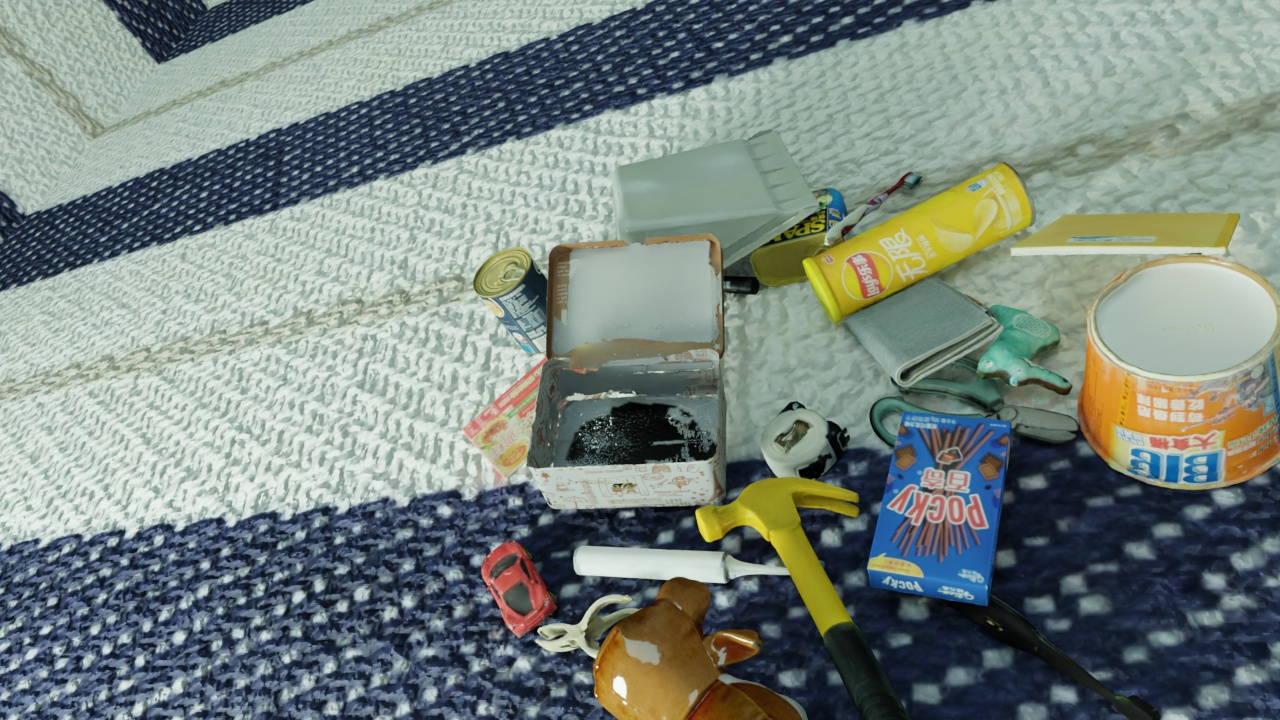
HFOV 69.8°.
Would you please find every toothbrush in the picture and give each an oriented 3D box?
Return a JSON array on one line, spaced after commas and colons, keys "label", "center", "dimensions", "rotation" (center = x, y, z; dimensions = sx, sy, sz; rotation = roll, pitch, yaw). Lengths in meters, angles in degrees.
[{"label": "toothbrush", "center": [0.261, 0.187, 0.650], "dimensions": [0.027, 0.026, 0.213], "rotation": [-6, 26, -39]}, {"label": "toothbrush", "center": [0.047, 0.176, 0.786], "dimensions": [0.221, 0.027, 0.026], "rotation": [-2, 57, 22]}, {"label": "toothbrush", "center": [0.244, -0.159, 0.954], "dimensions": [0.017, 0.016, 0.187], "rotation": [25, 45, 32]}]

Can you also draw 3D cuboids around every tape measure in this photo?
[{"label": "tape measure", "center": [0.143, 0.076, 0.822], "dimensions": [0.066, 0.033, 0.066], "rotation": [-45, 41, -15]}]

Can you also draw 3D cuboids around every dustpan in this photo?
[{"label": "dustpan", "center": [0.054, -0.143, 1.058], "dimensions": [0.258, 0.143, 0.222], "rotation": [-8, 35, 0]}]

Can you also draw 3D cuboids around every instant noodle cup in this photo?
[{"label": "instant noodle cup", "center": [0.400, 0.003, 0.675], "dimensions": [0.151, 0.111, 0.151], "rotation": [-17, 43, 17]}]

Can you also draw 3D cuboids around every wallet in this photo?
[{"label": "wallet", "center": [0.258, -0.028, 0.835], "dimensions": [0.106, 0.037, 0.129], "rotation": [-27, 22, 4]}]

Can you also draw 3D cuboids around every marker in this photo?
[{"label": "marker", "center": [0.073, -0.087, 1.031], "dimensions": [0.132, 0.020, 0.022], "rotation": [7, 32, 37]}]

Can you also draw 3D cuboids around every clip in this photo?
[{"label": "clip", "center": [-0.037, 0.227, 0.789], "dimensions": [0.101, 0.035, 0.096], "rotation": [11, 61, 47]}]

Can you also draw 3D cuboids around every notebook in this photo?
[{"label": "notebook", "center": [0.407, -0.107, 0.762], "dimensions": [0.146, 0.010, 0.205], "rotation": [5, 17, 34]}]

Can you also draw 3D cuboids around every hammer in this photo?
[{"label": "hammer", "center": [0.150, 0.203, 0.682], "dimensions": [0.128, 0.033, 0.300], "rotation": [-19, 45, -6]}]

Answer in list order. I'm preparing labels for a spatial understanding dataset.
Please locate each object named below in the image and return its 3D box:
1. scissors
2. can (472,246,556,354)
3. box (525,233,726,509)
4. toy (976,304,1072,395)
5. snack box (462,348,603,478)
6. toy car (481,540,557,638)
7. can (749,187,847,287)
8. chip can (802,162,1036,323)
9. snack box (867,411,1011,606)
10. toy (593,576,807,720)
[{"label": "scissors", "center": [0.270, 0.057, 0.773], "dimensions": [0.129, 0.019, 0.185], "rotation": [-42, 41, -10]}, {"label": "can", "center": [-0.134, -0.067, 1.071], "dimensions": [0.075, 0.111, 0.075], "rotation": [-17, 46, 18]}, {"label": "box", "center": [-0.006, 0.004, 0.887], "dimensions": [0.179, 0.103, 0.260], "rotation": [-3, 54, 9]}, {"label": "toy", "center": [0.327, -0.006, 0.783], "dimensions": [0.096, 0.030, 0.091], "rotation": [28, 55, 31]}, {"label": "snack box", "center": [-0.107, 0.049, 0.969], "dimensions": [0.152, 0.075, 0.025], "rotation": [-41, 43, -10]}, {"label": "toy car", "center": [-0.118, 0.209, 0.858], "dimensions": [0.049, 0.031, 0.106], "rotation": [-36, 40, -6]}, {"label": "can", "center": [0.172, -0.134, 0.987], "dimensions": [0.102, 0.057, 0.083], "rotation": [-11, 44, 23]}, {"label": "chip can", "center": [0.270, -0.113, 0.897], "dimensions": [0.213, 0.072, 0.072], "rotation": [-26, 42, 6]}, {"label": "snack box", "center": [0.232, 0.108, 0.706], "dimensions": [0.085, 0.026, 0.156], "rotation": [4, 48, 26]}, {"label": "toy", "center": [0.058, 0.259, 0.651], "dimensions": [0.130, 0.140, 0.199], "rotation": [-5, 29, -35]}]
